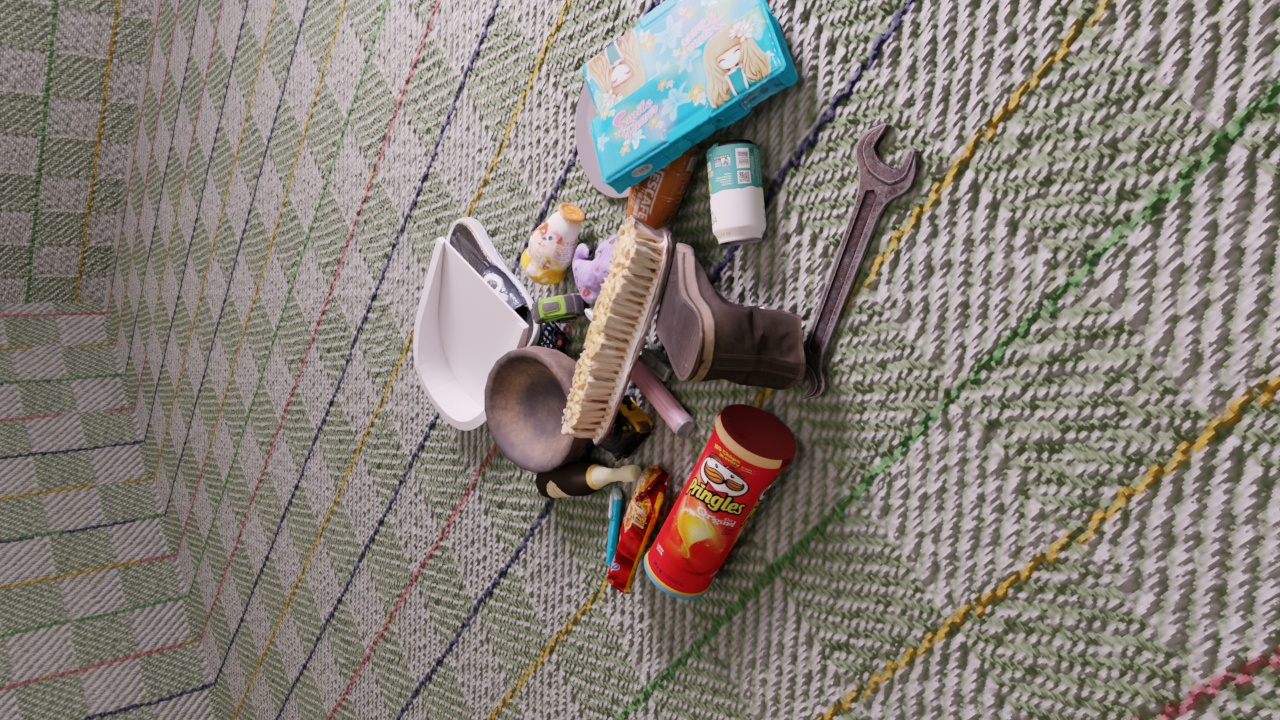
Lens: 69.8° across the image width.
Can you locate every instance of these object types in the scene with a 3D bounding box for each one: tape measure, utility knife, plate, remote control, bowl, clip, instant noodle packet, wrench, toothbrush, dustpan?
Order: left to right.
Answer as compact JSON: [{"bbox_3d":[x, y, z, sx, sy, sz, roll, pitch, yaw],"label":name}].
[{"bbox_3d":[-0.254,-0.014,1.297,0.191,0.053,0.258,45,143,21],"label":"dustpan"},{"bbox_3d":[-0.134,0.017,1.252,0.047,0.022,0.151,48,125,35],"label":"remote control"},{"bbox_3d":[-0.122,0.059,1.186,0.162,0.070,0.162,9,105,36],"label":"bowl"},{"bbox_3d":[-0.102,-0.064,1.174,0.059,0.065,0.036,161,100,-72],"label":"tape measure"},{"bbox_3d":[-0.037,0.229,1.167,0.022,0.015,0.141,-135,49,-66],"label":"utility knife"},{"bbox_3d":[-0.025,0.079,1.118,0.072,0.042,0.072,55,132,24],"label":"tape measure"},{"bbox_3d":[-0.018,-0.284,1.094,0.179,0.012,0.178,6,99,48],"label":"plate"},{"bbox_3d":[-0.007,0.006,1.101,0.222,0.026,0.027,51,150,33],"label":"toothbrush"},{"bbox_3d":[-0.003,0.194,1.072,0.098,0.039,0.136,-75,3,-64],"label":"instant noodle packet"},{"bbox_3d":[0.014,-0.004,1.077,0.075,0.037,0.023,40,121,33],"label":"clip"},{"bbox_3d":[0.195,-0.087,0.875,0.070,0.010,0.274,37,121,40],"label":"wrench"}]

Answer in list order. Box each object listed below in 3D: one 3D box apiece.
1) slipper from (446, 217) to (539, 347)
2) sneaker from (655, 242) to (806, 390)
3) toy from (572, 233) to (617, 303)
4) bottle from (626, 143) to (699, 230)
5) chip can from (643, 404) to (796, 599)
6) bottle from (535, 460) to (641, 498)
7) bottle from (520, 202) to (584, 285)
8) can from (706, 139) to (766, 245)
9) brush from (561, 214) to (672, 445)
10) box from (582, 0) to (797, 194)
[{"bbox_3d":[-0.228,-0.102,1.316,0.263,0.063,0.111,58,132,30],"label":"slipper"},{"bbox_3d":[0.087,-0.047,0.949,0.234,0.119,0.095,-113,35,-64],"label":"sneaker"},{"bbox_3d":[-0.050,-0.116,1.130,0.100,0.036,0.080,-32,71,47],"label":"toy"},{"bbox_3d":[0.012,-0.174,1.035,0.059,0.059,0.167,45,125,36],"label":"bottle"},{"bbox_3d":[0.080,0.153,0.974,0.087,0.086,0.214,49,128,34],"label":"chip can"},{"bbox_3d":[-0.064,0.148,1.165,0.185,0.045,0.045,-13,84,48],"label":"bottle"},{"bbox_3d":[-0.109,-0.149,1.173,0.063,0.063,0.109,57,132,28],"label":"bottle"},{"bbox_3d":[0.099,-0.171,0.942,0.055,0.054,0.101,-4,91,49],"label":"can"},{"bbox_3d":[-0.028,-0.029,1.033,0.083,0.056,0.272,-111,38,-62],"label":"brush"},{"bbox_3d":[0.040,-0.304,0.966,0.227,0.039,0.181,-28,62,28],"label":"box"}]
